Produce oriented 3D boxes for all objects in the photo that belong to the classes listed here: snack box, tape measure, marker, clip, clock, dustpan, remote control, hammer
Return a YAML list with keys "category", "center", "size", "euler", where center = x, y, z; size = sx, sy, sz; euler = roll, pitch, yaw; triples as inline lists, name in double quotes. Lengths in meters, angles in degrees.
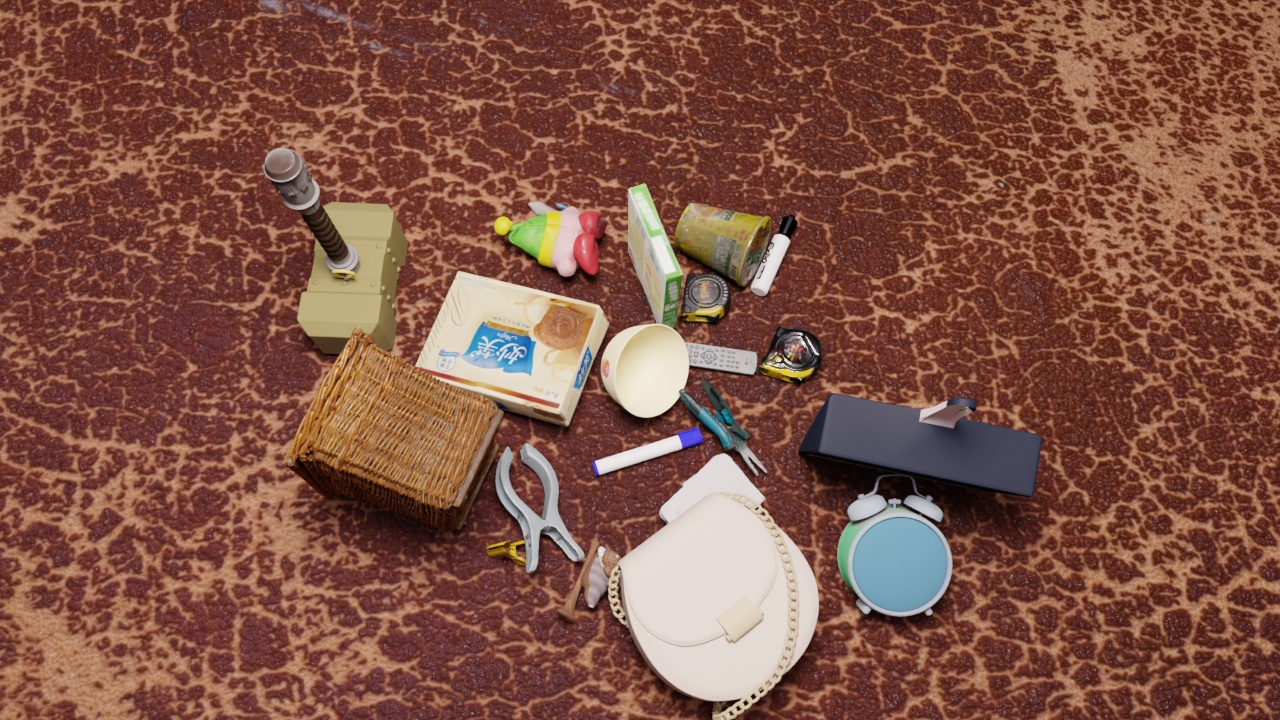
- category: "snack box"
  center: [-0.164, -0.017, 1.171]
  size: [0.207, 0.055, 0.153]
  euler: [14, 70, 15]
- category: "tape measure"
  center: [0.089, -0.084, 1.226]
  size: [0.063, 0.038, 0.067]
  euler: [4, 67, 9]
- category: "marker"
  center: [0.009, 0.115, 1.161]
  size: [0.141, 0.020, 0.020]
  euler: [-17, 71, -7]
- category: "snack box"
  center: [0.017, -0.126, 1.169]
  size: [0.027, 0.168, 0.132]
  euler: [-19, 71, -8]
- category: "clip"
  center: [-0.156, 0.226, 1.111]
  size: [0.046, 0.053, 0.035]
  euler: [20, 63, -26]
- category: "clock"
  center: [0.299, 0.215, 1.085]
  size: [0.122, 0.075, 0.161]
  euler: [1, 90, 0]
- category: "dustpan"
  center: [0.318, 0.089, 1.033]
  size: [0.236, 0.273, 0.080]
  euler: [12, 85, 3]
- category: "clip"
  center: [-0.142, 0.179, 1.105]
  size: [0.107, 0.028, 0.163]
  euler: [-11, 61, -34]
- category: "remote control"
  center: [0.085, -0.005, 1.208]
  size: [0.136, 0.013, 0.033]
  euler: [9, 70, 2]
- category: "marker"
  center: [0.185, -0.146, 1.255]
  size: [0.025, 0.025, 0.125]
  euler: [23, 71, 7]
- category: "tape measure"
  center: [0.199, -0.006, 1.196]
  size: [0.072, 0.042, 0.071]
  euler: [22, 69, 11]
- category: "hammer"
  center: [-0.371, -0.149, 1.088]
  size: [0.100, 0.325, 0.190]
  euler: [2, 70, 0]

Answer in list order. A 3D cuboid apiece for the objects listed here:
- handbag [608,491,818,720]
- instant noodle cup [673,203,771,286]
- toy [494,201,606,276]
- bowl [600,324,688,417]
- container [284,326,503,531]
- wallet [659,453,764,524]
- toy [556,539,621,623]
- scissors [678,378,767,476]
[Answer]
- category: "handbag"
  center: [0.089, 0.277, 1.055]
  size: [0.210, 0.103, 0.208]
  euler: [-35, 76, -14]
- category: "instant noodle cup"
  center: [0.108, -0.163, 1.230]
  size: [0.108, 0.102, 0.102]
  euler: [23, 71, 16]
- category: "toy"
  center: [-0.118, -0.173, 1.230]
  size: [0.131, 0.097, 0.124]
  euler: [-2, 62, 19]
- category: "bowl"
  center: [-0.007, 0.007, 1.166]
  size: [0.074, 0.118, 0.117]
  euler: [16, 63, 50]
- category: "container"
  center: [-0.267, 0.099, 1.053]
  size: [0.183, 0.250, 0.162]
  euler: [23, 71, -1]
- category: "wallet"
  center: [0.086, 0.179, 1.135]
  size: [0.116, 0.032, 0.086]
  euler: [-36, 85, -14]
- category: "toy"
  center: [-0.056, 0.264, 1.095]
  size: [0.055, 0.041, 0.101]
  euler: [9, 60, 26]
- category: "scissors"
  center: [0.105, 0.079, 1.165]
  size: [0.122, 0.019, 0.149]
  euler: [17, 45, -26]
